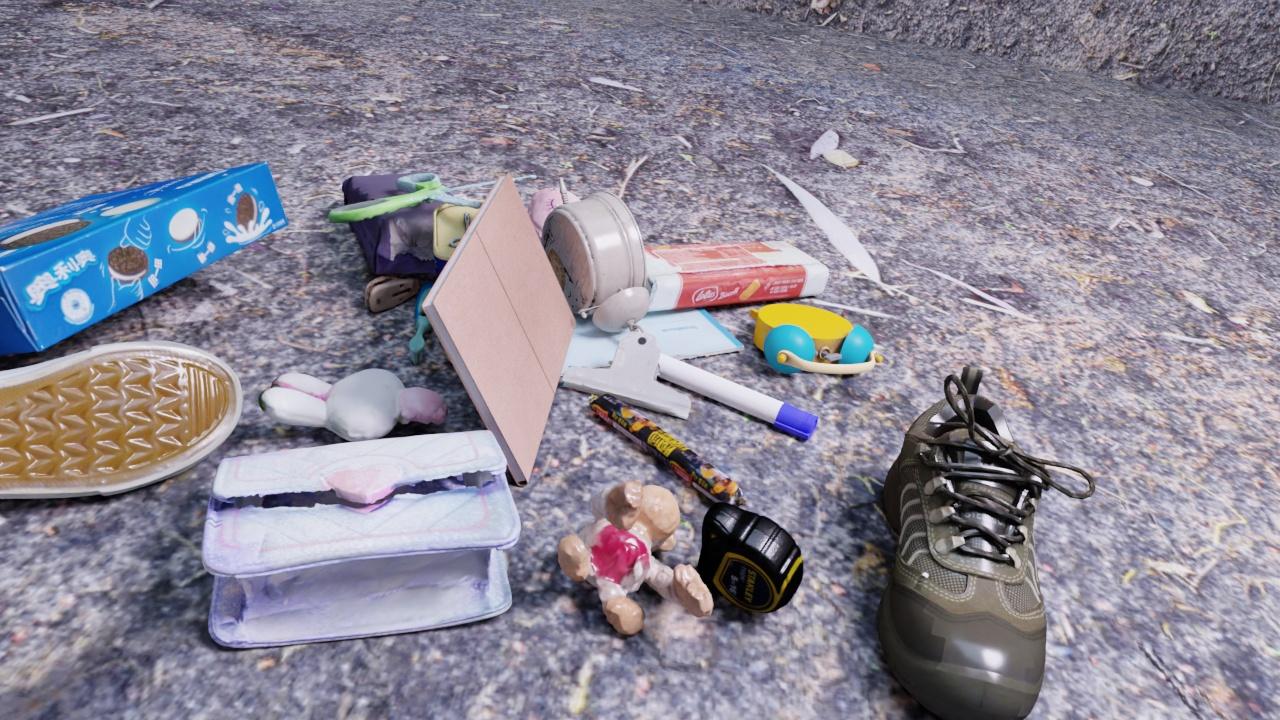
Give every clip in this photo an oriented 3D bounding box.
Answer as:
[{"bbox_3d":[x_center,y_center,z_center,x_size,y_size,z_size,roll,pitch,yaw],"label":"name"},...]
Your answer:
[{"bbox_3d":[-0.216,-0.062,0.784,0.058,0.026,0.052,-9,32,-30],"label":"clip"},{"bbox_3d":[-0.005,0.005,0.707,0.102,0.045,0.055,15,64,7],"label":"clip"}]

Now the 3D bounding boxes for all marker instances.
[{"bbox_3d":[0.070,0.027,0.721,0.141,0.020,0.020,22,32,21],"label":"marker"}]

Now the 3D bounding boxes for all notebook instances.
[{"bbox_3d":[-0.090,-0.031,0.652,0.008,0.141,0.208,-14,30,15],"label":"notebook"},{"bbox_3d":[-0.045,-0.064,0.852,0.180,0.009,0.253,-8,35,-28],"label":"notebook"}]

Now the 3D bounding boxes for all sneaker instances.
[{"bbox_3d":[0.204,0.086,0.534,0.101,0.143,0.237,13,30,4],"label":"sneaker"},{"bbox_3d":[-0.359,0.041,0.532,0.235,0.087,0.079,-7,-1,-33],"label":"sneaker"}]

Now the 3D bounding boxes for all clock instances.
[{"bbox_3d":[-0.037,-0.071,0.775,0.061,0.104,0.156,-18,66,-28],"label":"clock"},{"bbox_3d":[0.147,-0.018,0.801,0.099,0.044,0.129,0,24,-17],"label":"clock"}]

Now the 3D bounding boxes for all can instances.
[{"bbox_3d":[-0.134,-0.066,0.736,0.056,0.092,0.116,-7,32,-9],"label":"can"}]

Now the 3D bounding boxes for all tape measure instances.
[{"bbox_3d":[0.063,0.114,0.525,0.061,0.062,0.034,27,49,21],"label":"tape measure"}]

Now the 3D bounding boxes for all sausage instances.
[{"bbox_3d":[0.016,0.061,0.645,0.020,0.020,0.155,-19,41,-40],"label":"sausage"}]

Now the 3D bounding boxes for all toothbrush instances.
[{"bbox_3d":[-0.178,-0.034,0.758,0.022,0.017,0.135,5,28,-9],"label":"toothbrush"}]

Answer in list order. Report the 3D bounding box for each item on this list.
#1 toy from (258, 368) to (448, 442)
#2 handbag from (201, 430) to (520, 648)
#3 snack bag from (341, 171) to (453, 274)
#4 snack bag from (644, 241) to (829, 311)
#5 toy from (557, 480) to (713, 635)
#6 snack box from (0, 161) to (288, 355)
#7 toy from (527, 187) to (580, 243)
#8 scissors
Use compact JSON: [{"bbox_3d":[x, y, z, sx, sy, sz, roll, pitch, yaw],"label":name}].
[{"bbox_3d":[-0.192,0.030,0.619,0.122,0.038,0.079,5,18,-7],"label":"toy"},{"bbox_3d":[-0.153,0.084,0.508,0.158,0.069,0.126,-3,30,-17],"label":"handbag"},{"bbox_3d":[-0.218,-0.136,0.860,0.096,0.058,0.205,-6,27,-25],"label":"snack bag"},{"bbox_3d":[0.077,-0.083,0.879,0.224,0.041,0.077,-9,35,-34],"label":"snack bag"},{"bbox_3d":[0.003,0.106,0.526,0.085,0.074,0.106,45,11,-1],"label":"toy"},{"bbox_3d":[-0.401,-0.072,0.645,0.196,0.056,0.238,-4,24,21],"label":"snack box"},{"bbox_3d":[-0.062,-0.131,0.904,0.105,0.053,0.108,16,25,-20],"label":"toy"},{"bbox_3d":[-0.172,-0.140,0.761,0.171,0.023,0.172,-11,19,-10],"label":"scissors"}]
